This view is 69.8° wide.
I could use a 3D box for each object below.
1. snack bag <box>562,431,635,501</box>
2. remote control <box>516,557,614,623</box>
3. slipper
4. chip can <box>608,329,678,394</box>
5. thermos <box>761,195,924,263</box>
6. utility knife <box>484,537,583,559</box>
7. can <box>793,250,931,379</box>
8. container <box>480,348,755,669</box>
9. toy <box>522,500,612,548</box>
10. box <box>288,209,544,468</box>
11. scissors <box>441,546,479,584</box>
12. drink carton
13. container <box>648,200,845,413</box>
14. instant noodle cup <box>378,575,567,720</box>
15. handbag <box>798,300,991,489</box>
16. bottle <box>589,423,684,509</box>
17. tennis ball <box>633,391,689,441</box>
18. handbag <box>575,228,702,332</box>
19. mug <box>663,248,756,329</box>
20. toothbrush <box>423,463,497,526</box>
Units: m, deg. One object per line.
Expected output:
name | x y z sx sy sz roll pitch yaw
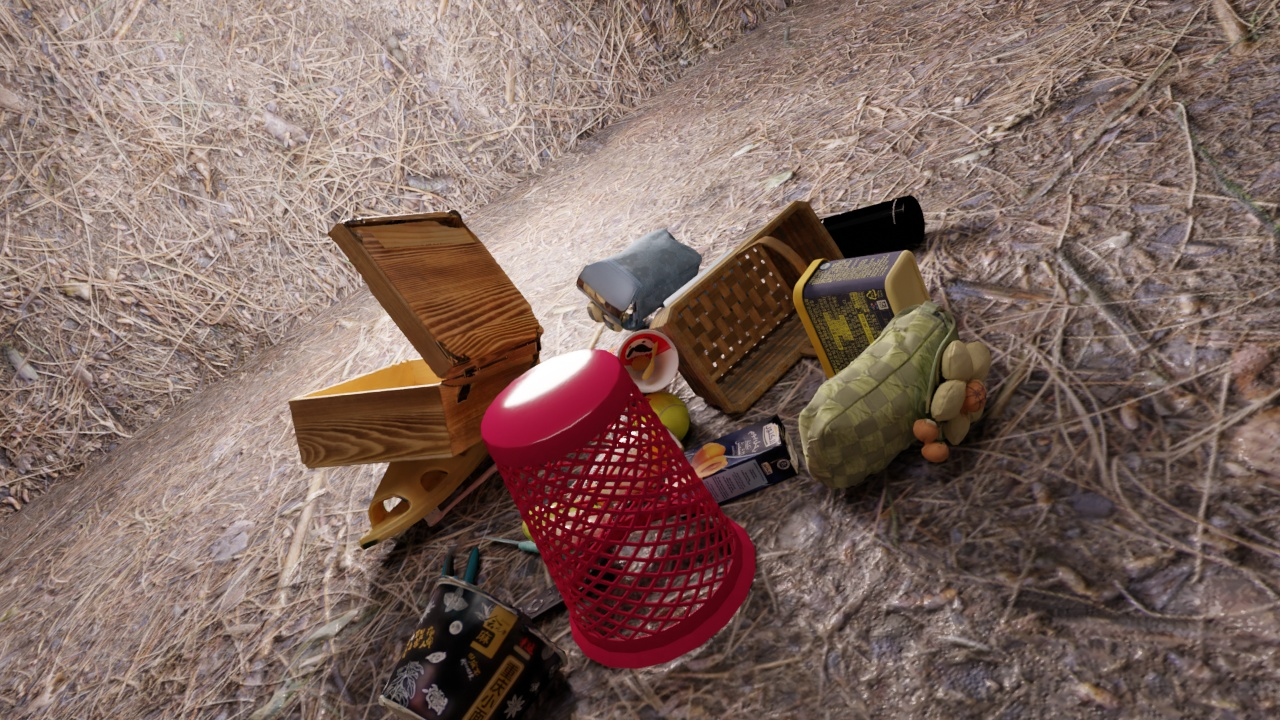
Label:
snack bag | -0.050 0.135 1.074 0.057 0.013 0.157 2 39 50
remote control | -0.089 0.239 0.905 0.136 0.015 0.032 -31 23 -1
slipper | -0.288 0.148 1.235 0.100 0.078 0.262 -21 17 38
chip can | -0.007 0.006 1.119 0.069 0.069 0.221 -34 2 -8
thermos | 0.262 -0.165 1.241 0.232 0.061 0.061 -10 30 40
utility knife | -0.122 0.207 1.017 0.022 0.016 0.180 -6 0 -42
can | 0.234 -0.038 0.926 0.105 0.135 0.075 -4 35 43
container | -0.027 0.116 0.787 0.183 0.226 0.182 -21 28 12
toy | -0.073 0.172 0.954 0.092 0.046 0.115 -4 2 -21
box | -0.279 -0.046 1.223 0.282 0.315 0.278 -4 8 20
scissors | -0.208 0.256 1.012 0.141 0.019 0.127 8 37 46
drink carton | 0.091 0.106 0.925 0.130 0.040 0.064 -25 24 15
container | 0.150 -0.064 1.065 0.249 0.157 0.187 -41 14 -22
instant noodle cup | -0.147 0.270 0.783 0.137 0.137 0.112 -4 44 47
handbag | 0.231 0.045 0.809 0.186 0.113 0.117 -39 37 -11
bottle | -0.006 0.117 0.996 0.108 0.063 0.063 -42 22 8
tennis ball | 0.024 0.068 1.052 0.065 0.065 0.065 -26 23 12
handbag | -0.002 -0.118 1.418 0.122 0.119 0.191 38 53 24
mug | 0.098 -0.090 1.283 0.121 0.078 0.078 -34 22 7
toothbrush | -0.216 0.157 1.230 0.180 0.018 0.016 -40 23 -22
